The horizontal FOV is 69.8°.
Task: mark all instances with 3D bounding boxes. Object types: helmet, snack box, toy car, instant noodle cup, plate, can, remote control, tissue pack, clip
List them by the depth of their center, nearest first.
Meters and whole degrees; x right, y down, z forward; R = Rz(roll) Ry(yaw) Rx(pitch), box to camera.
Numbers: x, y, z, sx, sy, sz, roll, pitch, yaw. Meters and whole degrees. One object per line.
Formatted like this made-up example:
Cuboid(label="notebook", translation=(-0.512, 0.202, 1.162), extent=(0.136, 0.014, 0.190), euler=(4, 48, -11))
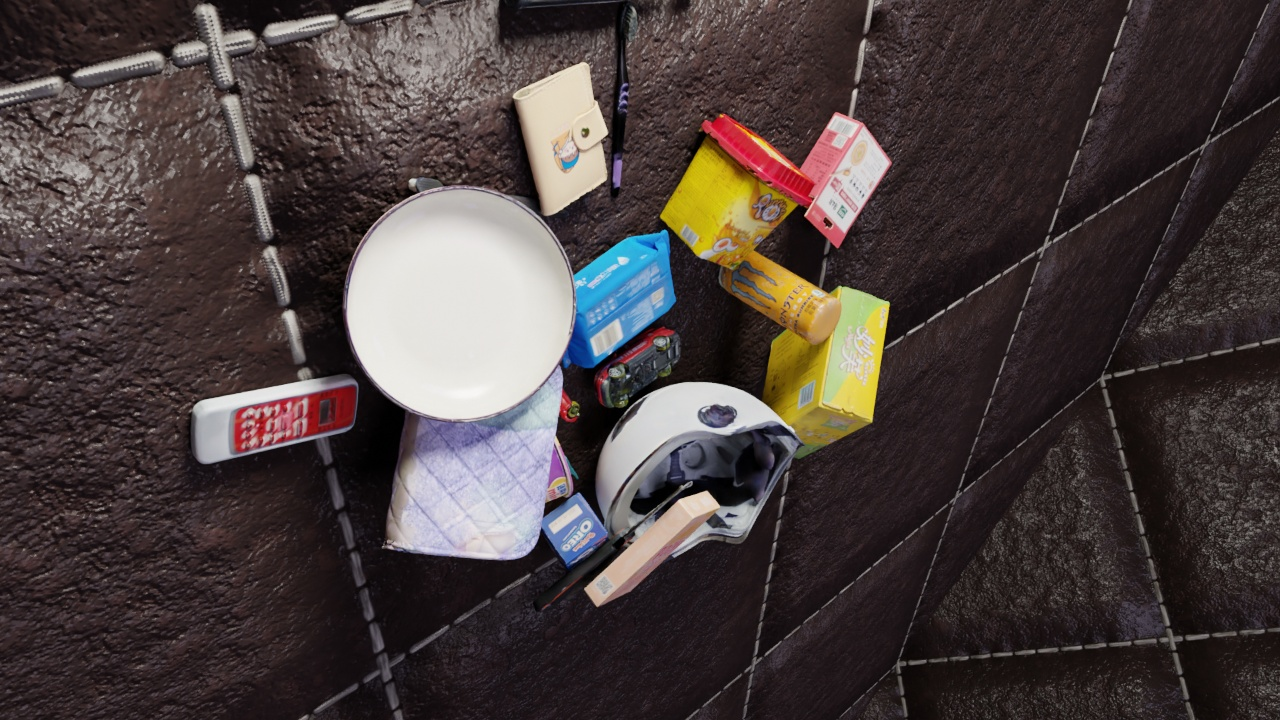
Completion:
Cuboid(label="remote control", translation=(-0.298, 0.047, 0.756), extent=(0.135, 0.020, 0.056), euler=(-13, 129, -43))
Cuboid(label="plate", translation=(-0.148, -0.046, 0.757), extent=(0.192, 0.039, 0.192), euler=(-4, 100, -25))
Cuboid(label="instant noodle cup", translation=(-0.136, 0.110, 0.925), extent=(0.099, 0.111, 0.112), euler=(-26, 137, -21))
Cuboid(label="tissue pack", translation=(-0.028, -0.064, 0.941), extent=(0.156, 0.052, 0.095), euler=(-37, 144, -21))
Cuboid(label="toy car", translation=(-0.096, 0.031, 0.945), extent=(0.031, 0.049, 0.106), euler=(-45, 144, -11))
Cuboid(label="instant noodle cup", translation=(0.095, -0.169, 0.950), extent=(0.116, 0.116, 0.124), euler=(11, 122, -52))
Cuboid(label="snack box", translation=(0.014, 0.207, 1.011), extent=(0.157, 0.026, 0.084), euler=(-45, 162, 18))
Cuboid(label="toy car", translation=(-0.006, 0.006, 1.029), extent=(0.120, 0.045, 0.053), euler=(-36, 139, -31))
Cuboid(label="snack box", translation=(-0.075, 0.200, 1.031), extent=(0.058, 0.057, 0.208), euler=(-34, 167, -12))
Cuboid(label="can", translation=(0.160, -0.076, 1.060), extent=(0.058, 0.146, 0.058), euler=(-29, 138, -30))
Cuboid(label="clip", translation=(-0.089, 0.129, 1.068), extent=(0.040, 0.014, 0.056), euler=(-40, 142, -19))
Cuboid(label="helmet", translation=(0.050, 0.113, 1.094), extent=(0.258, 0.145, 0.230), euler=(-3, 131, -29))
Cuboid(label="snack box", translation=(0.239, -0.217, 1.118), extent=(0.127, 0.044, 0.113), euler=(-58, 145, 5))
Cuboid(label="snack box", translation=(0.220, 0.021, 1.138), extent=(0.210, 0.070, 0.157), euler=(129, -23, -67))

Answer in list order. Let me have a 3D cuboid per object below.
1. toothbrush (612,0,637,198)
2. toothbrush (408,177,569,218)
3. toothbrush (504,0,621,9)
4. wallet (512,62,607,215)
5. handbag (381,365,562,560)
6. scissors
Cuboid(label="toothbrush", translation=(-0.016, -0.232, 0.843), extent=(0.014, 0.017, 0.189), euler=(-26, 138, -33))
Cuboid(label="toothbrush", translation=(-0.125, -0.140, 0.798), extent=(0.180, 0.018, 0.015), euler=(0, 98, -51))
Cuboid(label="toothbrush", translation=(-0.022, -0.310, 0.763), extent=(0.212, 0.026, 0.027), euler=(-21, 168, -39))
Cuboid(label="wallet", translation=(-0.064, -0.196, 0.808), extent=(0.087, 0.024, 0.115), euler=(-39, 137, -29))
Cuboid(label="handbag", translation=(-0.151, 0.080, 0.830), extent=(0.134, 0.076, 0.193), euler=(12, 85, -28))
Cuboid(label="scissors", translation=(-0.033, 0.204, 0.976), extent=(0.162, 0.021, 0.235), euler=(-28, 165, -40))
